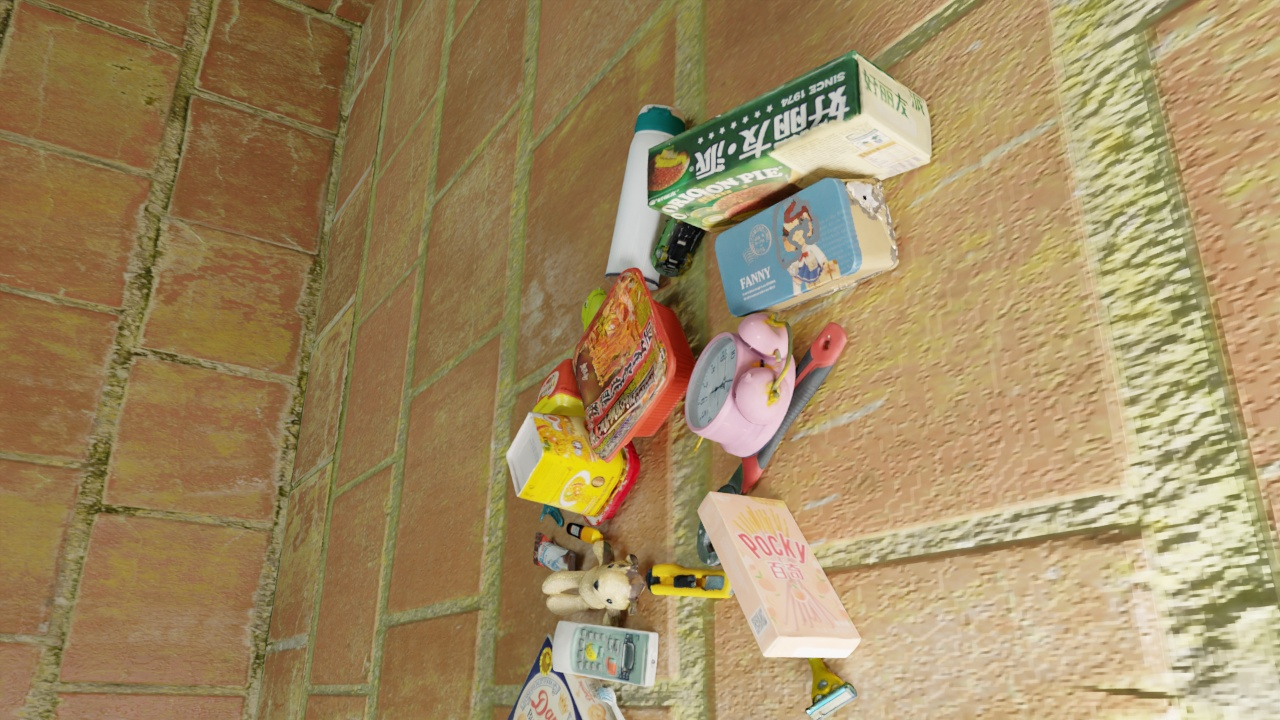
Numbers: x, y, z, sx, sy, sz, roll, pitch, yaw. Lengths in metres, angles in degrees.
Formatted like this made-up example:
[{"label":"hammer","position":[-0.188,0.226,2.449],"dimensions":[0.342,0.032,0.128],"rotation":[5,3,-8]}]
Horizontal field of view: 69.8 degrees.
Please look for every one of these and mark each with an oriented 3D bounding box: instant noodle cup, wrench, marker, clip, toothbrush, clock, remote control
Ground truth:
[{"label":"instant noodle cup","position":[-0.006,0.006,1.046],"dimensions":[0.165,0.079,0.188],"rotation":[-54,38,33]},{"label":"wrench","position":[0.119,0.081,0.868],"dimensions":[0.274,0.016,0.056],"rotation":[-63,32,21]},{"label":"instant noodle cup","position":[-0.083,0.120,1.083],"dimensions":[0.116,0.123,0.116],"rotation":[-58,35,27]},{"label":"marker","position":[-0.070,0.209,1.117],"dimensions":[0.124,0.015,0.018],"rotation":[167,116,-70]},{"label":"clip","position":[-0.120,0.199,1.214],"dimensions":[0.013,0.034,0.055],"rotation":[-63,16,19]},{"label":"toothbrush","position":[0.004,0.402,0.918],"dimensions":[0.027,0.026,0.221],"rotation":[-58,33,8]},{"label":"clock","position":[0.099,0.020,0.859],"dimensions":[0.159,0.059,0.117],"rotation":[-43,33,51]},{"label":"remote control","position":[-0.040,0.315,0.992],"dimensions":[0.135,0.019,0.056],"rotation":[-5,73,37]}]

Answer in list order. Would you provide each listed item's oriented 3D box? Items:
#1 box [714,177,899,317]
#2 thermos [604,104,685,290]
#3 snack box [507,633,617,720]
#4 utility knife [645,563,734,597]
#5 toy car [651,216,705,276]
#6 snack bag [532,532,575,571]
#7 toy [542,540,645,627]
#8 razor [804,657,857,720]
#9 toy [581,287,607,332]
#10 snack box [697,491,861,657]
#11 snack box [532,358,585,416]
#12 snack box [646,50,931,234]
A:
[{"label":"box","position":[0.143,-0.099,0.836],"dimensions":[0.185,0.063,0.089],"rotation":[-24,76,52]},{"label":"thermos","position":[0.009,-0.201,1.121],"dimensions":[0.073,0.073,0.224],"rotation":[-1,77,59]},{"label":"snack box","position":[-0.094,0.441,1.049],"dimensions":[0.183,0.045,0.178],"rotation":[-66,32,18]},{"label":"utility knife","position":[0.058,0.219,0.914],"dimensions":[0.191,0.015,0.033],"rotation":[-19,65,55]},{"label":"toy car","position":[0.045,-0.141,1.056],"dimensions":[0.091,0.043,0.036],"rotation":[-61,33,24]},{"label":"snack bag","position":[-0.109,0.252,1.170],"dimensions":[0.104,0.026,0.048],"rotation":[12,100,60]},{"label":"toy","position":[-0.056,0.257,1.038],"dimensions":[0.158,0.066,0.105],"rotation":[-22,65,47]},{"label":"razor","position":[0.134,0.233,0.769],"dimensions":[0.043,0.028,0.132],"rotation":[-40,44,12]},{"label":"toy","position":[-0.056,-0.045,1.198],"dimensions":[0.097,0.031,0.100],"rotation":[29,107,59]},{"label":"snack box","position":[0.113,0.177,0.772],"dimensions":[0.026,0.084,0.157],"rotation":[-62,33,29]},{"label":"snack box","position":[-0.090,0.051,1.176],"dimensions":[0.091,0.082,0.080],"rotation":[-42,31,43]},{"label":"snack box","position":[0.126,-0.183,0.825],"dimensions":[0.241,0.114,0.063],"rotation":[-14,70,45]}]
